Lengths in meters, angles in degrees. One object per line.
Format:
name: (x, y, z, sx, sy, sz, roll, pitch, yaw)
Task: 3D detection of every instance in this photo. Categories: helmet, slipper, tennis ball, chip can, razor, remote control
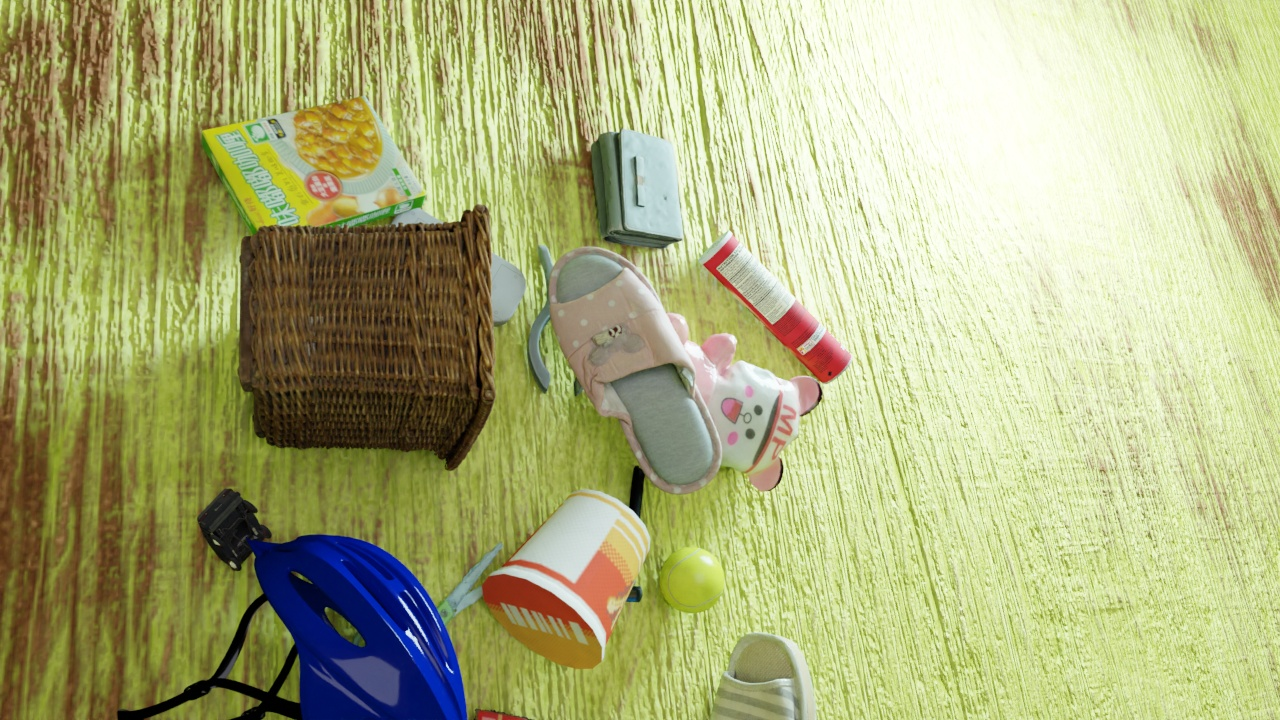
helmet: (-0.257, 0.246, 0.692, 0.227, 0.148, 0.241, -34, 69, -20)
slipper: (0.109, 0.398, 0.868, 0.054, 0.115, 0.272, 23, 63, -43)
tennis ball: (0.052, 0.221, 0.924, 0.065, 0.065, 0.065, 10, 67, -25)
chip can: (0.163, -0.062, 1.099, 0.214, 0.052, 0.051, 44, 57, -8)
slipper: (-0.005, 0.005, 0.911, 0.114, 0.054, 0.274, -29, 82, -5)
razor: (-0.009, 0.176, 0.937, 0.043, 0.022, 0.144, 1, 60, 14)
remote control: (-0.192, -0.094, 0.939, 0.151, 0.019, 0.074, 31, 57, -13)

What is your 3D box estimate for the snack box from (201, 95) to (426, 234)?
snack box: (-0.315, -0.186, 0.894, 0.167, 0.027, 0.132, -25, 77, -32)

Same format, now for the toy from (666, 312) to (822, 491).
toy: (0.086, 0.045, 0.996, 0.213, 0.084, 0.142, 24, 80, -14)

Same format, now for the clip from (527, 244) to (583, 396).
clip: (-0.060, -0.042, 0.967, 0.115, 0.028, 0.163, 4, 75, -11)

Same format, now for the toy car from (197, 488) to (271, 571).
toy car: (-0.330, 0.135, 0.739, 0.037, 0.092, 0.040, 29, 58, 11)

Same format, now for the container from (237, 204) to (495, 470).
container: (-0.229, -0.009, 0.766, 0.183, 0.251, 0.162, 0, 72, -18)

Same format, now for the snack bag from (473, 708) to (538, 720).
snack bag: (-0.066, 0.391, 0.817, 0.207, 0.067, 0.138, 26, 55, -28)

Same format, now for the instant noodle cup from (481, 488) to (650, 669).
instant noodle cup: (-0.060, 0.195, 0.848, 0.123, 0.124, 0.120, 44, 50, -7)

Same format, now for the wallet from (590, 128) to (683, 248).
wallet: (-0.002, -0.197, 1.065, 0.100, 0.054, 0.131, 1, 76, -27)

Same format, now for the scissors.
scissors: (-0.172, 0.236, 0.831, 0.174, 0.032, 0.093, -30, 85, -29)
